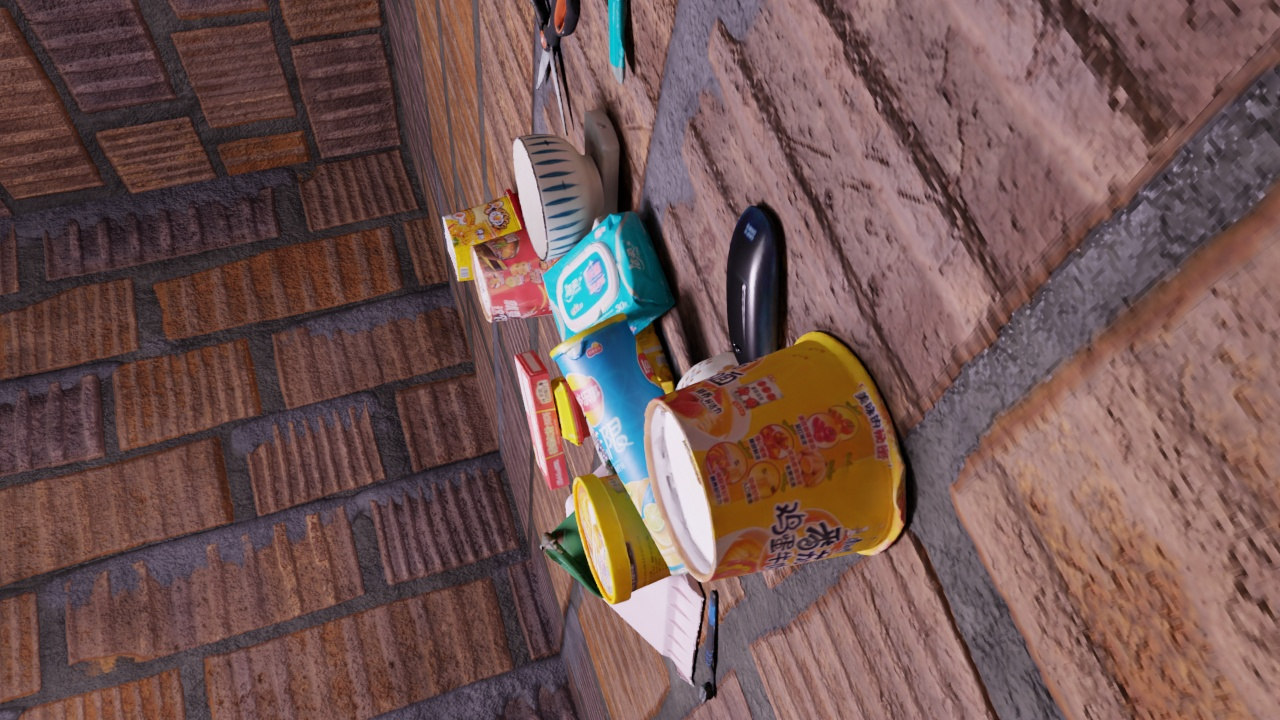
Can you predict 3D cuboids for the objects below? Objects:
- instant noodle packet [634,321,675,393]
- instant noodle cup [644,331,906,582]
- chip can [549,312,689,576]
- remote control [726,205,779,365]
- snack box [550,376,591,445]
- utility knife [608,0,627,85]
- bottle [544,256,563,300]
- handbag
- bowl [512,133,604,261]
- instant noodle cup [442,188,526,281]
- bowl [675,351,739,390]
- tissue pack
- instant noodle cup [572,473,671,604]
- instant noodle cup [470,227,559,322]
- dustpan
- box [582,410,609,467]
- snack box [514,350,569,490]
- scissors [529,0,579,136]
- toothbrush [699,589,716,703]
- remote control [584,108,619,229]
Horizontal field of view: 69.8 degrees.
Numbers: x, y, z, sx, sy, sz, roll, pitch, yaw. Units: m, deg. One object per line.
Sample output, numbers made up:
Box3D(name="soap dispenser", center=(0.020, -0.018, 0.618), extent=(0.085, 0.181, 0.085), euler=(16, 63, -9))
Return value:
Box3D(name="instant noodle packet", center=(-0.005, 0.005, 0.899), extent=(0.129, 0.044, 0.110), euler=(114, 135, -67))
Box3D(name="instant noodle cup", center=(0.070, 0.061, 0.536), extent=(0.138, 0.109, 0.138), euler=(166, 90, -75))
Box3D(name="chip can", center=(0.005, 0.068, 0.758), extent=(0.210, 0.071, 0.071), euler=(61, 165, 1))
Box3D(name="remote control", center=(0.072, -0.035, 0.602), extent=(0.053, 0.024, 0.137), euler=(-126, 26, -53))
Box3D(name="snack box", center=(-0.061, 0.053, 1.078), extent=(0.091, 0.080, 0.082), euler=(-175, 72, -75))
Box3D(name="utility knife", center=(-0.018, -0.299, 0.710), extent=(0.029, 0.013, 0.166), euler=(-125, 28, -50))
Box3D(name="bottle", center=(-0.054, -0.081, 0.971), extent=(0.150, 0.066, 0.067), euler=(10, 114, 67))
Box3D(name="handbag", center=(-0.026, 0.170, 0.932), extent=(0.120, 0.131, 0.068), euler=(35, -169, -38))
Box3D(name="bowl", center=(-0.073, -0.156, 0.856), extent=(0.116, 0.066, 0.116), euler=(165, 90, -76))
Box3D(name="instant noodle cup", center=(-0.226, -0.181, 1.384), extent=(0.116, 0.123, 0.116), euler=(95, 156, -54))
Box3D(name="bowl", center=(0.053, 0.054, 0.690), extent=(0.113, 0.062, 0.113), euler=(166, 91, -76))
Box3D(name="tissue pack", center=(-0.035, -0.062, 0.829), extent=(0.134, 0.050, 0.093), euler=(-37, 63, 41))
Box3D(name="instant noodle cup", center=(0.009, 0.149, 0.839), extent=(0.118, 0.114, 0.118), euler=(165, 91, -76))
Box3D(name="instant noodle cup", center=(-0.169, -0.115, 1.266), extent=(0.138, 0.108, 0.138), euler=(165, 90, -76))
Box3D(name="dustpan", center=(0.013, 0.213, 1.102), extent=(0.273, 0.138, 0.223), euler=(36, 146, 24))
Box3D(name="box", center=(-0.030, 0.043, 0.985), extent=(0.082, 0.075, 0.163), euler=(125, 133, -57))
Box3D(name="snack box", center=(-0.116, 0.071, 1.087), extent=(0.075, 0.025, 0.153), euler=(-134, 32, -61))
Box3D(name="scissors", center=(-0.099, -0.351, 0.944), extent=(0.234, 0.021, 0.221), euler=(159, 97, -75))
Box3D(name="toothbrush", center=(0.071, 0.300, 0.953), extent=(0.014, 0.016, 0.190), euler=(50, 151, 44))
Box3D(name="remote control", center=(-0.037, -0.169, 0.887), extent=(0.150, 0.021, 0.058), euler=(95, 156, -53))
